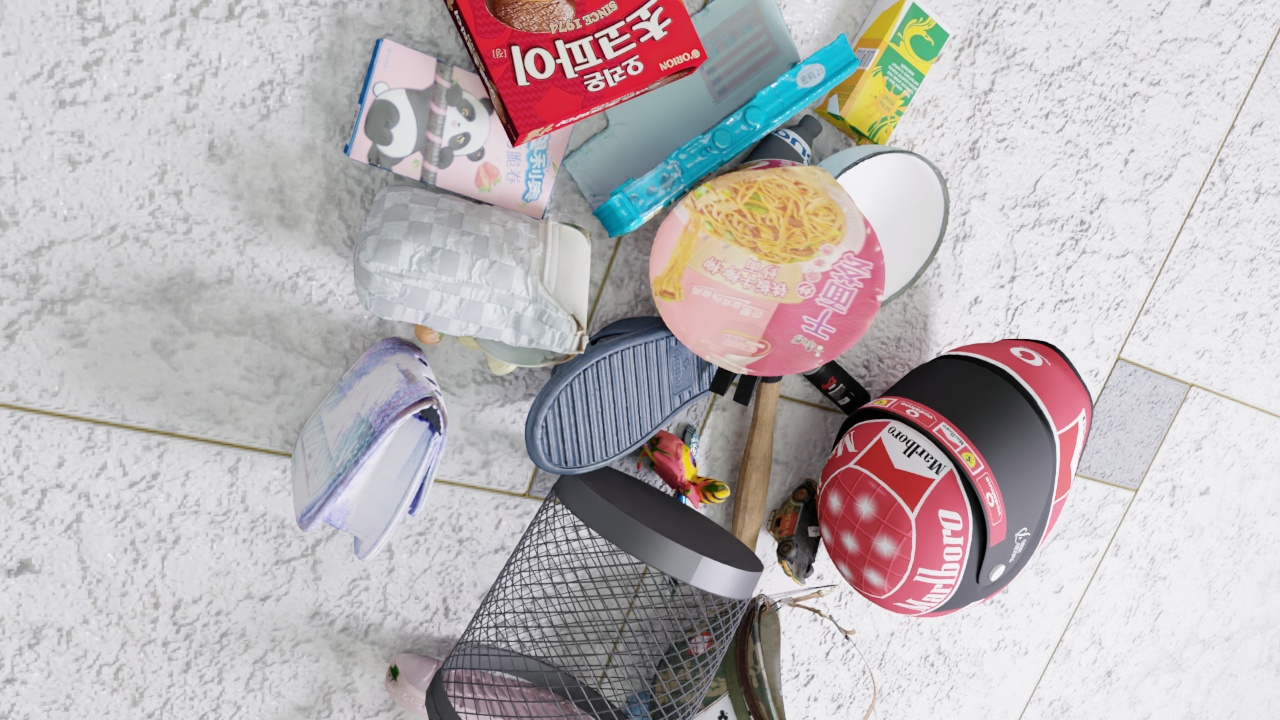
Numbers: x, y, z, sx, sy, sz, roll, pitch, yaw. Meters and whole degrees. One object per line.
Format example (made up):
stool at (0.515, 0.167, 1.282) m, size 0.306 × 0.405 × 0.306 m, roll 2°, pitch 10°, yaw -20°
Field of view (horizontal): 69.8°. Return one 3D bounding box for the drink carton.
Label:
drink carton at (0.208, -0.249, 0.797) m, size 0.058 × 0.041 × 0.122 m, roll 26°, pitch 97°, yaw -29°

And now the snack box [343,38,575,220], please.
snack box at (-0.132, -0.169, 0.683) m, size 0.154 × 0.033 × 0.088 m, roll 15°, pitch 102°, yaw -28°

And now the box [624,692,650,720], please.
box at (0.038, 0.444, 0.987) m, size 0.209 × 0.047 × 0.122 m, roll 41°, pitch 89°, yaw -29°

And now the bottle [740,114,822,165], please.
bottle at (0.112, -0.163, 0.785) m, size 0.112 × 0.047 × 0.047 m, roll -49°, pitch 120°, yaw -1°

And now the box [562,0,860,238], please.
box at (0.041, -0.208, 0.723) m, size 0.226 × 0.097 × 0.117 m, roll -36°, pitch 98°, yaw -6°

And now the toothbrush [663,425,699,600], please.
toothbrush at (0.040, 0.152, 0.891) m, size 0.016 × 0.017 × 0.189 m, roll -2°, pitch 110°, yaw -24°

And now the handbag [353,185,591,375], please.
handbag at (-0.127, -0.056, 0.687) m, size 0.171 × 0.112 × 0.124 m, roll 14°, pitch 138°, yaw -16°

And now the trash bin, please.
trash bin at (-0.032, 0.229, 0.782) m, size 0.217 × 0.218 × 0.227 m, roll 27°, pitch 93°, yaw -30°

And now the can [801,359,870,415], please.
can at (0.191, 0.022, 0.899) m, size 0.080 × 0.031 × 0.031 m, roll 39°, pitch 91°, yaw -30°

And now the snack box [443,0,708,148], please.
snack box at (-0.049, -0.246, 0.658) m, size 0.152 × 0.036 × 0.132 m, roll -26°, pitch 95°, yaw -14°

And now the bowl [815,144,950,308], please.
bowl at (0.188, -0.122, 0.811) m, size 0.153 × 0.073 × 0.154 m, roll -11°, pitch 125°, yaw -17°

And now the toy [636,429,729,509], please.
toy at (0.034, 0.097, 0.829) m, size 0.103 × 0.084 × 0.046 m, roll 42°, pitch 66°, yaw -4°

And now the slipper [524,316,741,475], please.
slipper at (-0.005, 0.005, 0.786) m, size 0.262 × 0.083 × 0.101 m, roll -27°, pitch 124°, yaw -35°

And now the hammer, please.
hammer at (0.107, 0.101, 0.871) m, size 0.132 × 0.040 × 0.306 m, roll -26°, pitch 130°, yaw -47°

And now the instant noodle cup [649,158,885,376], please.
instant noodle cup at (0.101, -0.082, 0.725) m, size 0.179 × 0.077 × 0.179 m, roll 6°, pitch 125°, yaw 9°

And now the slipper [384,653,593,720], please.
slipper at (-0.132, 0.340, 0.846) m, size 0.239 × 0.094 × 0.064 m, roll 29°, pitch 92°, yaw -24°

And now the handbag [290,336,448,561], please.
handbag at (-0.191, 0.058, 0.673) m, size 0.069 × 0.158 × 0.126 m, roll 37°, pitch 92°, yaw -27°

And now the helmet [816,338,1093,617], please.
helmet at (0.279, 0.122, 0.871) m, size 0.224 × 0.197 × 0.272 m, roll -18°, pitch 133°, yaw -32°

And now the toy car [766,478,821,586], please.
toy car at (0.154, 0.173, 0.927) m, size 0.047 × 0.047 × 0.111 m, roll 48°, pitch 47°, yaw -28°

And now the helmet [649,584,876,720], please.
helmet at (0.127, 0.325, 0.886) m, size 0.236 × 0.192 × 0.225 m, roll -6°, pitch 146°, yaw -4°
